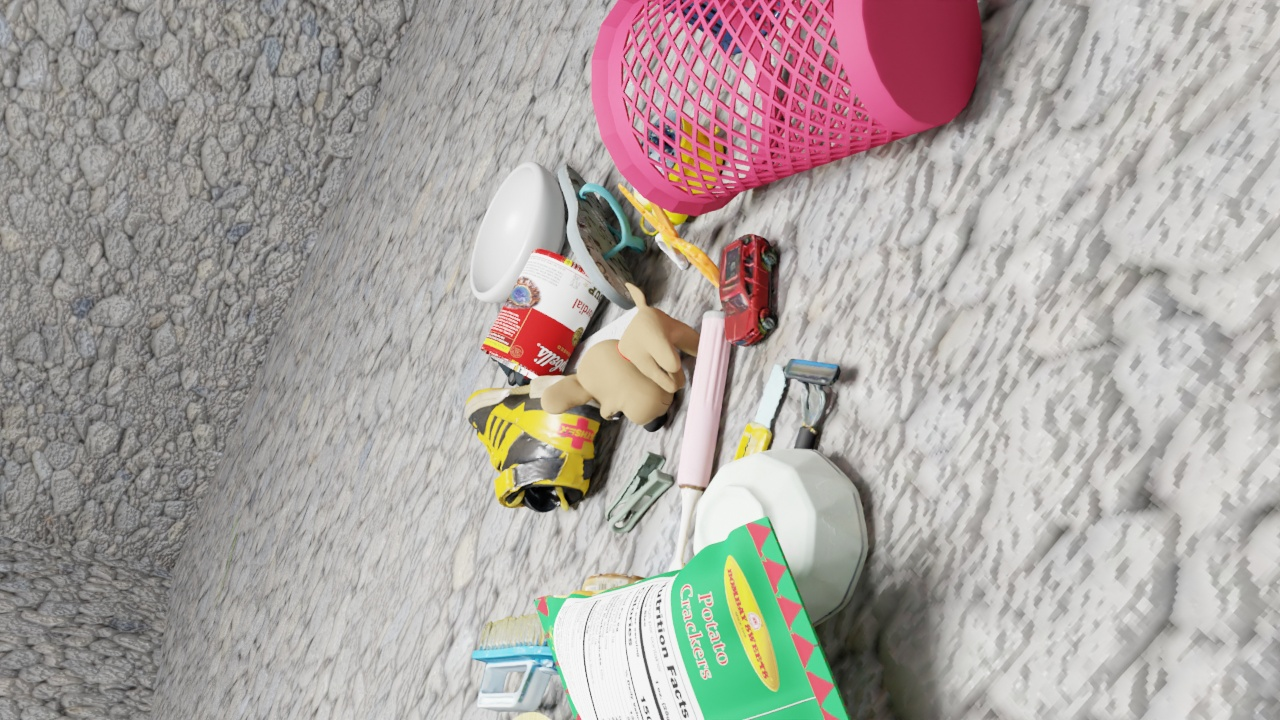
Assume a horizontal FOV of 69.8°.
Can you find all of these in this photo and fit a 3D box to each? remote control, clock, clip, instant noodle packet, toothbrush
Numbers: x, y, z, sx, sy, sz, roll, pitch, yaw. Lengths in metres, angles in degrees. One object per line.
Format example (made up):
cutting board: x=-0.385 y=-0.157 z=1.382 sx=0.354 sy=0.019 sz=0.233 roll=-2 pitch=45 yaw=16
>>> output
remote control: x=-0.036 y=-0.017 z=0.910 sx=0.131 sy=0.012 sz=0.033 roll=-30 pitch=40 yaw=49
clock: x=0.028 y=-0.173 z=0.855 sx=0.119 sy=0.057 sz=0.083 roll=-62 pitch=31 yaw=13
clip: x=-0.004 y=0.108 z=0.774 sx=0.078 sy=0.023 sz=0.050 roll=-45 pitch=36 yaw=34
instant noodle packet: x=0.030 y=0.215 z=0.546 sx=0.254 sy=0.090 sz=0.195 roll=-33 pitch=74 yaw=48
toothbrush: x=0.045 y=0.068 z=0.711 sx=0.027 sy=0.026 sz=0.222 roll=-2 pitch=70 yaw=38

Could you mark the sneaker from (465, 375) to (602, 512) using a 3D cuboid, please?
sneaker: x=-0.114 y=0.088 z=0.905 sx=0.239 sy=0.086 sz=0.122 roll=-16 pitch=61 yaw=58

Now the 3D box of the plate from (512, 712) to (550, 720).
plate: x=-0.082 y=0.378 z=0.724 sx=0.185 sy=0.036 sz=0.184 roll=-37 pitch=43 yaw=44

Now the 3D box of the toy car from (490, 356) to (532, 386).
toy car: x=-0.133 y=0.004 z=1.029 sx=0.034 sy=0.046 sz=0.112 roll=-65 pitch=31 yaw=12

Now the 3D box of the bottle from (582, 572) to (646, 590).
bottle: x=-0.021 y=0.245 z=0.679 sx=0.060 sy=0.059 sz=0.165 roll=-28 pitch=50 yaw=50

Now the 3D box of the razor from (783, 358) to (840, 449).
razor: x=0.104 y=0.071 z=0.617 sx=0.043 sy=0.022 sz=0.144 roll=12 pitch=88 yaw=49

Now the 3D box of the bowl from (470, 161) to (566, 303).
bowl: x=-0.138 y=-0.146 z=1.107 sx=0.177 sy=0.066 sz=0.176 roll=-37 pitch=43 yaw=44

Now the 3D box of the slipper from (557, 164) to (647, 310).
slipper: x=-0.030 y=-0.132 z=0.914 sx=0.055 sy=0.098 sz=0.268 roll=-35 pitch=30 yaw=10

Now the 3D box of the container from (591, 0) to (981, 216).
container: x=0.105 y=-0.207 z=0.649 sx=0.226 sy=0.183 sz=0.183 roll=1 pitch=73 yaw=52

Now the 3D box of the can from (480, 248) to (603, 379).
can: x=-0.099 y=-0.043 z=0.938 sx=0.087 sy=0.086 sz=0.116 roll=13 pitch=74 yaw=61

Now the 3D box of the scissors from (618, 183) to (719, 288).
scissors: x=0.026 y=-0.105 z=0.785 sx=0.011 sy=0.125 sz=0.128 roll=-44 pitch=-1 yaw=-6

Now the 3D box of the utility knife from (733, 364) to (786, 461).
utility knife: x=0.070 y=0.094 z=0.669 sx=0.030 sy=0.018 sz=0.191 roll=20 pitch=87 yaw=52

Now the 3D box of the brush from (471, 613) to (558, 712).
brush: x=-0.096 y=0.264 z=0.796 sx=0.136 sy=0.055 sz=0.075 roll=-28 pitch=45 yaw=50

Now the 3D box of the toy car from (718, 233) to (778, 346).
toy car: x=0.083 y=-0.055 z=0.717 sx=0.042 sy=0.036 sz=0.091 roll=-25 pitch=57 yaw=51

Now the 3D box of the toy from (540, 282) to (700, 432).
toy: x=-0.005 y=0.005 z=0.773 sx=0.106 sy=0.133 sz=0.108 roll=50 pitch=123 yaw=10

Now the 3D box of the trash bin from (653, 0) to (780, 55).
trash bin: x=0.014 y=-0.395 z=0.817 sx=0.140 sy=0.249 sz=0.139 roll=-37 pitch=43 yaw=44

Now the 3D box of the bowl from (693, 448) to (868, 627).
bowl: x=0.076 y=0.109 z=0.574 sx=0.118 sy=0.061 sz=0.117 roll=-17 pitch=66 yaw=45
